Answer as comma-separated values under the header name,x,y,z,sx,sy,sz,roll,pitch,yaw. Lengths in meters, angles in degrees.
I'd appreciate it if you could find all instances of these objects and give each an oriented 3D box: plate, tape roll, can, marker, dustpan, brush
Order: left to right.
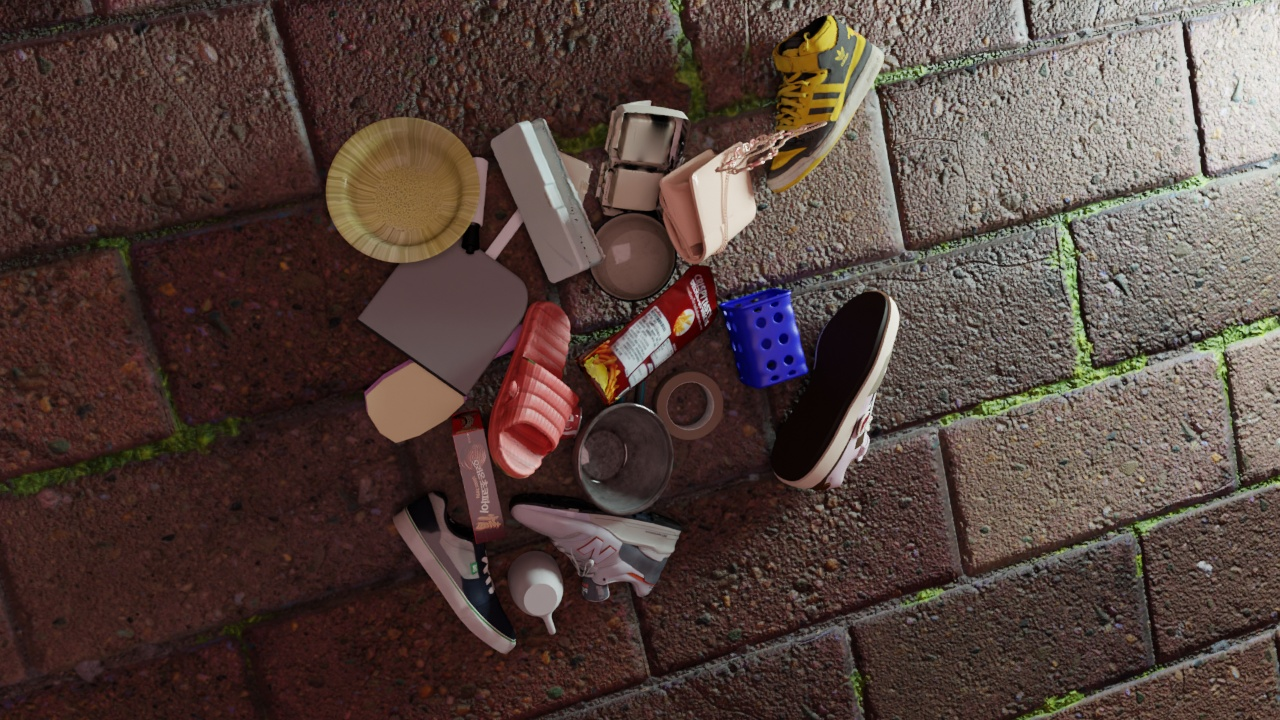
name,x,y,z,sx,sy,sz,roll,pitch,yaw
plate,-0.290,-0.206,1.135,0.184,0.036,0.184,0,81,-3
brush,-0.244,0.021,1.179,0.228,0.043,0.089,-31,101,-7
dustpan,-0.213,-0.105,1.165,0.163,0.033,0.257,36,83,-4
marker,-0.208,-0.193,1.151,0.025,0.025,0.125,6,74,-13
can,-0.129,0.072,1.203,0.096,0.054,0.054,12,93,-13
tape roll,0.064,0.060,1.254,0.093,0.030,0.094,-1,96,-12

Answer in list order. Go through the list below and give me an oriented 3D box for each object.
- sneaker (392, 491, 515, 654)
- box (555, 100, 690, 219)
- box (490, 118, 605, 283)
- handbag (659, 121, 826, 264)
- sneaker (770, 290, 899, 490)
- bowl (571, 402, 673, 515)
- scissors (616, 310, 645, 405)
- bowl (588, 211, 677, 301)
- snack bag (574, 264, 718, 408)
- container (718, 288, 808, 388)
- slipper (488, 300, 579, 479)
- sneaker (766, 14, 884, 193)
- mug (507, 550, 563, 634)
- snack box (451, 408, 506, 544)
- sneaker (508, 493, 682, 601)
name,x,y,z,sx,sy,sz,roll,pitch,yaw
sneaker,-0.220,0.274,1.193,0.079,0.084,0.235,-35,98,-7
box,-0.040,-0.265,1.175,0.181,0.080,0.144,4,124,-17
box,-0.121,-0.198,1.149,0.086,0.072,0.199,-23,95,12
handbag,0.130,-0.199,1.130,0.198,0.188,0.117,-41,119,-48
sneaker,0.298,0.052,1.276,0.116,0.112,0.294,24,89,-35
bowl,-0.034,0.128,1.210,0.144,0.067,0.145,0,90,-32
scissors,-0.003,0.011,1.241,0.130,0.019,0.135,-42,109,-9
bowl,-0.006,-0.131,1.194,0.115,0.059,0.115,0,87,9
snack bag,0.020,-0.028,1.184,0.207,0.139,0.066,-37,57,-7
container,0.167,-0.030,1.239,0.084,0.085,0.113,-17,100,-10
slipper,-0.119,0.032,1.134,0.103,0.059,0.248,45,46,-42
sneaker,0.213,-0.347,1.210,0.122,0.086,0.238,36,84,-19
mug,-0.131,0.316,1.211,0.071,0.089,0.107,-19,100,-10
snack box,-0.203,0.140,1.144,0.035,0.152,0.133,-12,98,-11
sneaker,-0.065,0.254,1.219,0.239,0.089,0.124,11,91,-16
